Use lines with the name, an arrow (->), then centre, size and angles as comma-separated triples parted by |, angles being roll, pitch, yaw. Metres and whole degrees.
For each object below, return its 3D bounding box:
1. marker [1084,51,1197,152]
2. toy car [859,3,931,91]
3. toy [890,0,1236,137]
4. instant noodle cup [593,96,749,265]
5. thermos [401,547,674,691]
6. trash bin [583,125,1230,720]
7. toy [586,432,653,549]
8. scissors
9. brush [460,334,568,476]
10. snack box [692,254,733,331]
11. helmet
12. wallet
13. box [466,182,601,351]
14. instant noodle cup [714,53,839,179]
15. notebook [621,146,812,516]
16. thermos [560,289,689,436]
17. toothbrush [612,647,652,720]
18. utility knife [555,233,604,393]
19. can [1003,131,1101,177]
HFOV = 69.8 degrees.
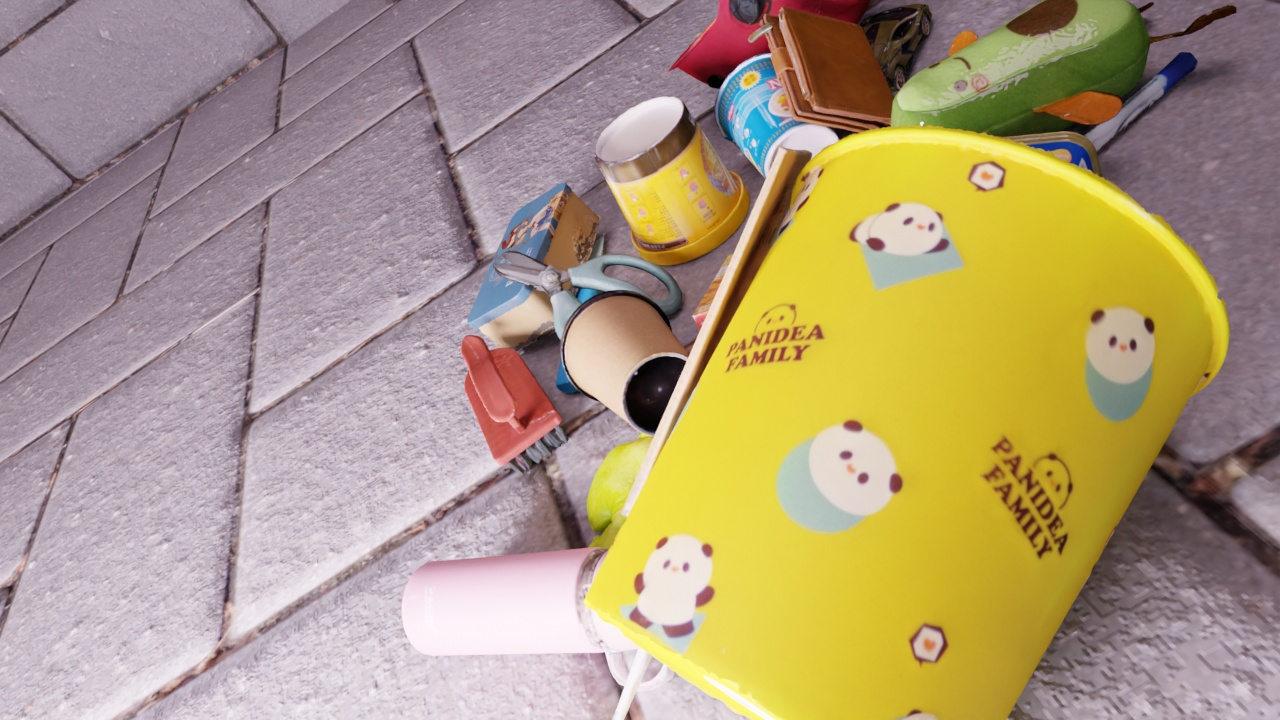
marker -> 0.353, -0.178, 0.678 | 0.145, 0.017, 0.017 | -40, 37, -5
toy car -> 0.232, -0.303, 0.889 | 0.070, 0.042, 0.157 | 1, 48, 38
toy -> 0.303, -0.222, 0.705 | 0.247, 0.090, 0.226 | -27, 28, 6
instant noodle cup -> 0.024, -0.168, 0.845 | 0.119, 0.114, 0.118 | -22, 39, 19
thermos -> -0.061, 0.168, 0.599 | 0.199, 0.067, 0.087 | -10, 76, 29
trash bin -> 0.117, 0.059, 0.451 | 0.230, 0.229, 0.254 | 15, 66, 46
toy -> -0.013, 0.099, 0.648 | 0.097, 0.031, 0.100 | -51, 31, 12
scissors -> -0.046, -0.069, 0.806 | 0.180, 0.019, 0.143 | 32, 64, 18
brush -> -0.117, 0.028, 0.781 | 0.063, 0.069, 0.146 | -36, 37, -2
snack box -> 0.093, -0.060, 0.698 | 0.077, 0.027, 0.155 | -18, 16, 22
helmet -> 0.148, -0.363, 0.930 | 0.240, 0.144, 0.206 | -55, 7, 23
wallet -> 0.161, -0.254, 0.798 | 0.119, 0.035, 0.130 | 2, 56, -18
box -> -0.102, -0.086, 0.889 | 0.090, 0.061, 0.183 | -26, 34, 35
instant noodle cup -> 0.130, -0.208, 0.831 | 0.099, 0.099, 0.109 | -29, 45, 9
notebook -> 0.048, -0.023, 0.528 | 0.208, 0.008, 0.147 | -68, -9, 17
thermos -> -0.004, 0.004, 0.682 | 0.093, 0.093, 0.143 | -38, 24, -3
toothbrush -> 0.003, 0.173, 0.520 | 0.016, 0.016, 0.180 | 20, 88, 38
utility knife -> -0.051, -0.051, 0.856 | 0.034, 0.018, 0.217 | -32, 34, 32
can -> 0.258, -0.109, 0.646 | 0.102, 0.057, 0.083 | 6, 56, 42
